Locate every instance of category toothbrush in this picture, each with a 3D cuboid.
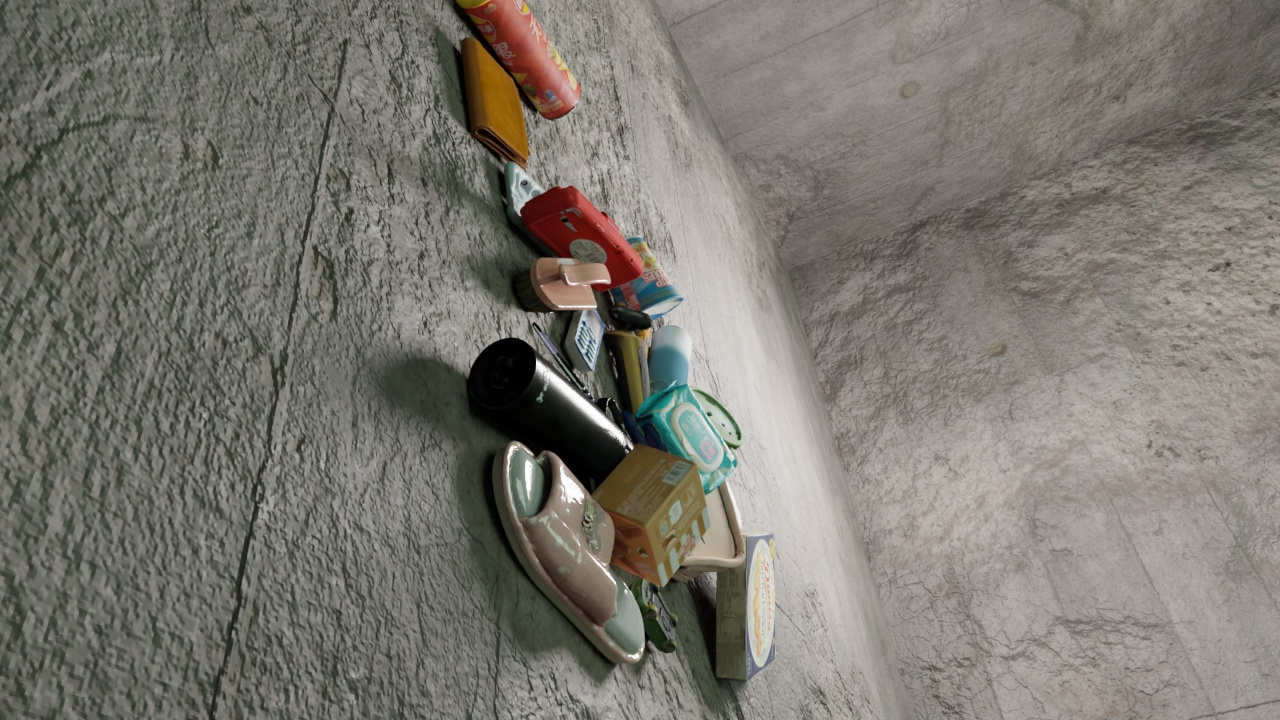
[{"bbox_3d":[-0.061,0.034,1.005,0.189,0.017,0.014,55,35,-10],"label":"toothbrush"}]

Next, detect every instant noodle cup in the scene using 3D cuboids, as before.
[{"bbox_3d":[-0.007,-0.113,1.292,0.110,0.099,0.099,63,15,8],"label":"instant noodle cup"}]

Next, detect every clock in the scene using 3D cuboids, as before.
[{"bbox_3d":[0.092,0.105,1.326,0.116,0.056,0.161,35,22,-19],"label":"clock"}]

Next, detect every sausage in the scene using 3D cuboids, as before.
[{"bbox_3d":[0.000,-0.014,1.309,0.164,0.021,0.021,-83,148,-59],"label":"sausage"}]

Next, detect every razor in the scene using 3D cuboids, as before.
[{"bbox_3d":[-0.007,0.007,1.194,0.062,0.068,0.167,29,49,-63],"label":"razor"}]

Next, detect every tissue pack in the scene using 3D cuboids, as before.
[{"bbox_3d":[0.048,0.094,1.064,0.133,0.050,0.093,56,38,-4],"label":"tissue pack"}]

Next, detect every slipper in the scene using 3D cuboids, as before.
[{"bbox_3d":[-0.051,0.180,0.841,0.114,0.054,0.274,-86,152,-55],"label":"slipper"}]

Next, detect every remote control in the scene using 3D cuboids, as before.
[{"bbox_3d":[-0.068,-0.032,1.101,0.124,0.024,0.049,-79,145,-60],"label":"remote control"}]

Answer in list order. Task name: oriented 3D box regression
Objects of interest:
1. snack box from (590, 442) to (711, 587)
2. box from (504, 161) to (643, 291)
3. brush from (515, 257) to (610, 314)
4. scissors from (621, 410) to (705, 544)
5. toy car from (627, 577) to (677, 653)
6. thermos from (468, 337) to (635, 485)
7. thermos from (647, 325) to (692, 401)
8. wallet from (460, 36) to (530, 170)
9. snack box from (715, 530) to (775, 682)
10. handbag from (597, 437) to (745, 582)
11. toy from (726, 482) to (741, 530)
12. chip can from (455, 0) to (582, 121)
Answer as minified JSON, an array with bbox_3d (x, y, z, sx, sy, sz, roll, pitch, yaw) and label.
[{"bbox_3d":[0.010,0.155,0.930,0.092,0.077,0.094,-46,137,-34],"label":"snack box"},{"bbox_3d":[-0.077,-0.167,1.108,0.201,0.095,0.100,39,36,-58],"label":"box"},{"bbox_3d":[-0.085,-0.087,1.025,0.063,0.073,0.145,71,18,2],"label":"brush"},{"bbox_3d":[0.026,0.122,0.992,0.162,0.012,0.163,52,-16,20],"label":"scissors"},{"bbox_3d":[0.013,0.271,0.971,0.091,0.036,0.043,60,17,-26],"label":"toy car"},{"bbox_3d":[-0.074,0.050,0.896,0.242,0.068,0.089,47,41,-57],"label":"thermos"},{"bbox_3d":[0.037,0.024,1.307,0.220,0.070,0.070,-78,144,-62],"label":"thermos"},{"bbox_3d":[-0.166,-0.297,1.082,0.119,0.035,0.130,40,35,-60],"label":"wallet"},{"bbox_3d":[0.144,0.322,1.237,0.182,0.046,0.177,21,68,-69],"label":"snack box"},{"bbox_3d":[0.024,0.167,1.084,0.233,0.094,0.193,11,58,-61],"label":"handbag"},{"bbox_3d":[0.102,0.193,1.344,0.121,0.054,0.159,41,24,-53],"label":"toy"},{"bbox_3d":[-0.155,-0.410,1.194,0.216,0.073,0.073,49,26,-53],"label":"chip can"}]
